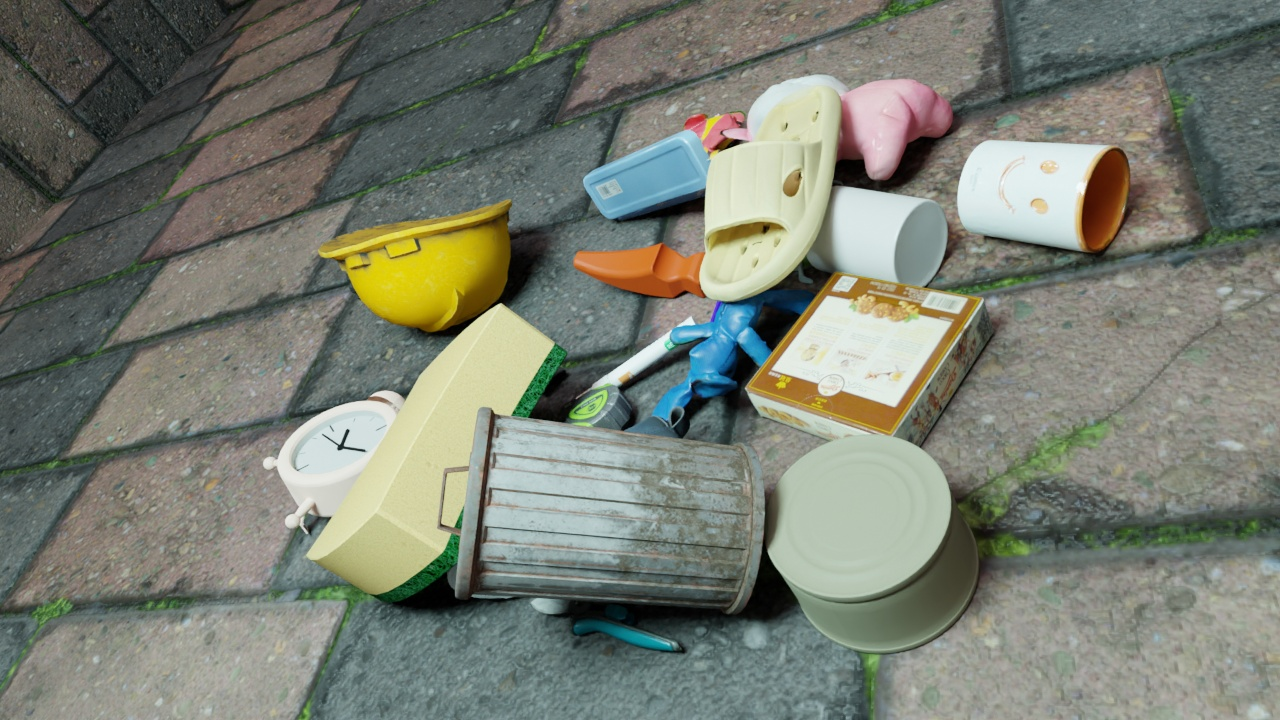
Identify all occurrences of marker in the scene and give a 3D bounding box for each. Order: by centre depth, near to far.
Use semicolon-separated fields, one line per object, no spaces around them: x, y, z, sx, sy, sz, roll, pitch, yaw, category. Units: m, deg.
-0.005;0.005;0.874;0.146;0.017;0.017;-35;38;16;marker

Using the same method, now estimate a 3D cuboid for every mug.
0.327;-0.136;0.748;0.105;0.082;0.082;20;63;47;mug
0.219;-0.114;0.817;0.111;0.079;0.097;-24;30;-33;mug

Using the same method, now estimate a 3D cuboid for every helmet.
-0.249;-0.101;1.081;0.256;0.131;0.204;-1;18;42;helmet

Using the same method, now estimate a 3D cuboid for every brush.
-0.183;0.085;0.822;0.196;0.075;0.249;-32;27;50;brush

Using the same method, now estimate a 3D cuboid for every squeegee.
0.017;-0.092;0.944;0.185;0.055;0.249;9;63;23;squeegee

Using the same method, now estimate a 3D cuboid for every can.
0.153;0.120;0.615;0.128;0.073;0.127;-20;41;18;can

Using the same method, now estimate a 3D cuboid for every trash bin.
-0.033;0.107;0.642;0.211;0.131;0.130;7;43;-8;trash bin

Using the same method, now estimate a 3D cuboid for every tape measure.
-0.039;0.053;0.854;0.066;0.036;0.058;-31;30;11;tape measure

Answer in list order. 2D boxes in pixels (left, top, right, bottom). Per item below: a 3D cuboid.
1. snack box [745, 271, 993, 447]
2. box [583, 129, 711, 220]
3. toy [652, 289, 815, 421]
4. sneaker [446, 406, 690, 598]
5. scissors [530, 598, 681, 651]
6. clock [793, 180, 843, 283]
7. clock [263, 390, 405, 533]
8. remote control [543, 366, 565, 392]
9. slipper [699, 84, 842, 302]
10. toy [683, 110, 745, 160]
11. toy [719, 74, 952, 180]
0.183;0.001;0.742;0.143;0.041;0.146;19;62;45;snack box
0.028;-0.209;1.014;0.078;0.072;0.211;-40;19;-28;box
0.082;-0.013;0.802;0.176;0.071;0.113;-43;20;-14;toy
-0.059;0.115;0.764;0.235;0.089;0.087;-26;43;2;sneaker
-0.022;0.196;0.708;0.131;0.019;0.149;-33;40;1;scissors
0.160;-0.134;0.897;0.094;0.042;0.119;14;59;42;clock
-0.301;0.108;0.963;0.160;0.086;0.131;-34;38;-14;clock
-0.127;-0.003;0.988;0.033;0.015;0.147;-45;40;-12;remote control
0.114;-0.171;0.821;0.112;0.079;0.260;-6;49;40;slipper
0.083;-0.259;1.082;0.084;0.046;0.103;-4;51;15;toy
0.199;-0.246;0.947;0.141;0.084;0.213;-39;35;-25;toy
